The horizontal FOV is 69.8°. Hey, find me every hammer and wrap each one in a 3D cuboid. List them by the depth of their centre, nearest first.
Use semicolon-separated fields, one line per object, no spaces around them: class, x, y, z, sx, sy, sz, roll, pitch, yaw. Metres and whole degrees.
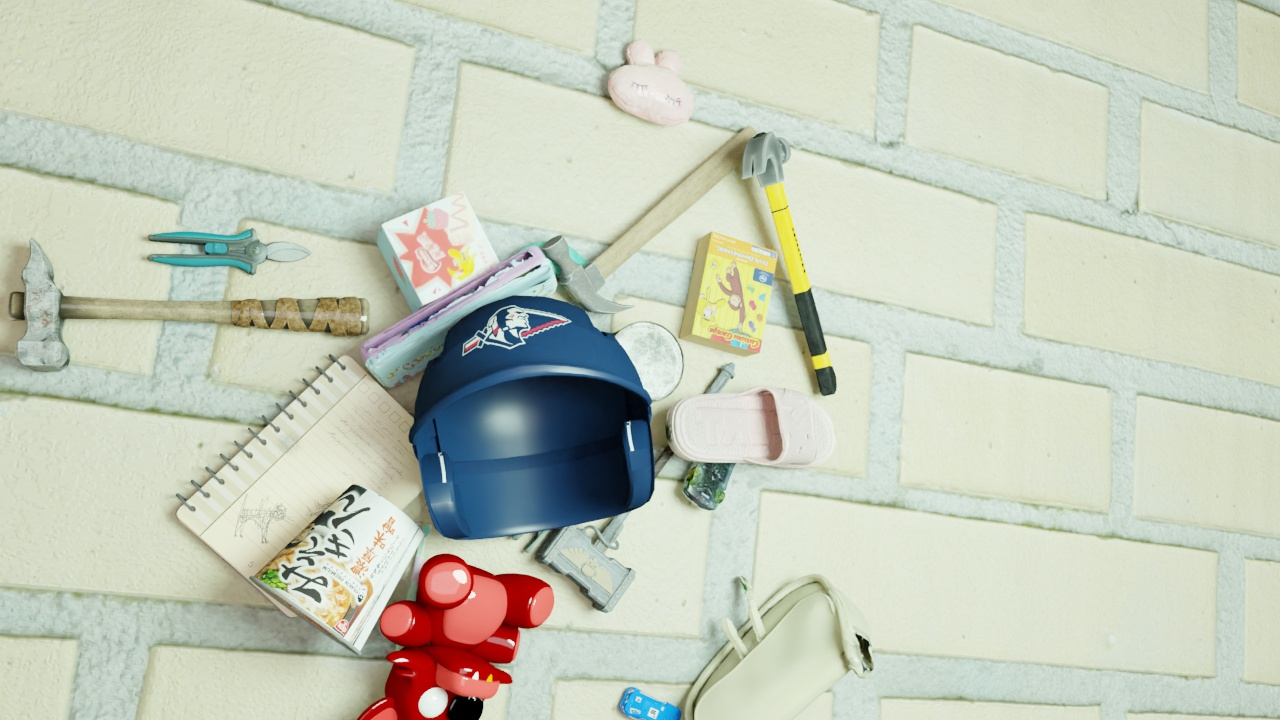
hammer;-0.431;-0.049;0.899;0.318;0.049;0.121;1;80;-21
hammer;0.018;0.123;1.039;0.098;0.044;0.321;42;70;-10
hammer;0.030;-0.177;1.080;0.330;0.031;0.119;-44;118;-25
hammer;0.184;-0.112;1.094;0.034;0.169;0.324;-13;100;22

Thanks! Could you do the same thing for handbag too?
handbag;0.137;0.328;0.989;0.229;0.184;0.132;-42;95;-2

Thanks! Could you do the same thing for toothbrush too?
toothbrush;-0.236;0.246;0.945;0.022;0.015;0.154;5;79;16

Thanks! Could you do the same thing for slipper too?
slipper;0.141;0.075;1.054;0.239;0.065;0.094;4;77;-31

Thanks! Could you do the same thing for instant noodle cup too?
instant noodle cup;-0.277;0.191;0.868;0.123;0.124;0.121;40;64;-11

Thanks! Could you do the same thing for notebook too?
notebook;-0.327;0.121;0.925;0.167;0.024;0.225;46;71;-10

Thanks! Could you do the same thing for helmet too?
helmet;-0.106;0.042;0.883;0.232;0.273;0.223;-9;76;-7

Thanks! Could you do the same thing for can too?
can;-0.006;0.006;1.025;0.089;0.075;0.090;3;82;-21

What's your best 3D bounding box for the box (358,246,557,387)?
box;-0.183;-0.044;0.947;0.214;0.076;0.033;-31;74;-8

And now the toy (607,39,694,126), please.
toy;0.014;-0.331;1.088;0.108;0.053;0.105;10;65;-17

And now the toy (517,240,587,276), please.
toy;-0.109;-0.088;1.024;0.085;0.033;0.105;33;73;-25

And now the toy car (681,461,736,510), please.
toy car;0.083;0.123;1.063;0.048;0.033;0.105;36;60;-15

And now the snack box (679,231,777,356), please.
snack box;0.105;-0.078;1.091;0.088;0.040;0.125;15;79;-17

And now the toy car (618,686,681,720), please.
toy car;0.012;0.380;0.991;0.092;0.062;0.033;30;74;-14

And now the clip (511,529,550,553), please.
clip;-0.106;0.174;0.997;0.044;0.023;0.076;47;69;-7

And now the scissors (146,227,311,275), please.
scissors;-0.414;-0.104;0.924;0.136;0.019;0.137;40;72;-14

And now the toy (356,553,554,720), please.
toy;-0.185;0.294;0.906;0.158;0.121;0.197;27;78;-41

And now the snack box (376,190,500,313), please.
snack box;-0.212;-0.110;0.963;0.094;0.080;0.093;-27;92;-20
